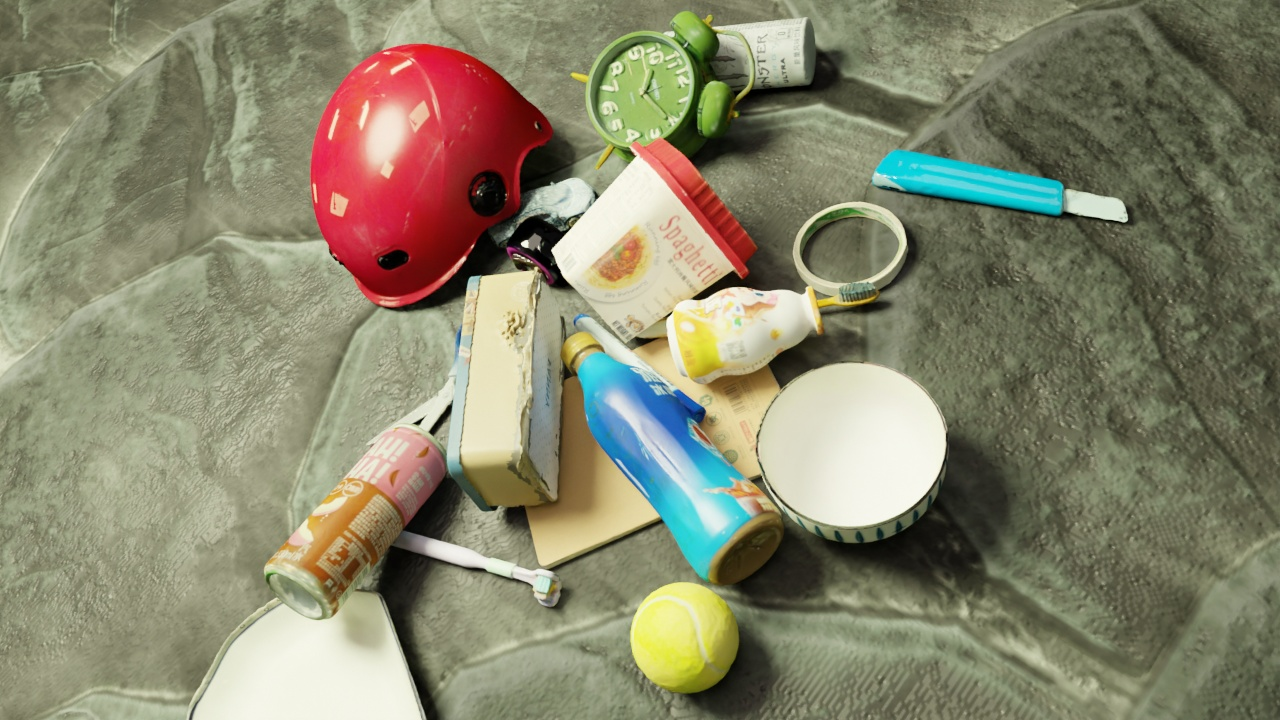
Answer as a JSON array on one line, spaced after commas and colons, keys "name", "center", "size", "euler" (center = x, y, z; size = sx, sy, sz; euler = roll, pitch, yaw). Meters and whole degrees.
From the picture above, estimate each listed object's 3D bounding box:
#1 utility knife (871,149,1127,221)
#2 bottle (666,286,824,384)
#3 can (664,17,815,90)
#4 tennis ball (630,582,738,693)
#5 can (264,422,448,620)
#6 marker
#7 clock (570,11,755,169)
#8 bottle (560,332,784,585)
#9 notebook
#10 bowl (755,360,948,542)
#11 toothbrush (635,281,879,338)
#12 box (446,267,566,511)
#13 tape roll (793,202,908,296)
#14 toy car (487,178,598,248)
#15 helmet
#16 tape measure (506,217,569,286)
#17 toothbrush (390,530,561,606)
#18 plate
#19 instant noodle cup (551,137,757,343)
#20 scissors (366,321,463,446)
[{"name": "utility knife", "center": [0.272, -0.132, 0.702], "size": [0.188, 0.018, 0.034], "euler": [18, 77, 29]}, {"name": "bottle", "center": [0.076, -0.023, 0.664], "size": [0.108, 0.063, 0.063], "euler": [-15, 54, 10]}, {"name": "can", "center": [0.084, -0.277, 0.842], "size": [0.147, 0.058, 0.058], "euler": [2, 58, 21]}, {"name": "tennis ball", "center": [0.027, 0.169, 0.562], "size": [0.065, 0.065, 0.065], "euler": [-10, 55, 14]}, {"name": "can", "center": [-0.200, 0.113, 0.661], "size": [0.058, 0.058, 0.146], "euler": [9, 42, 25]}, {"name": "marker", "center": [-0.004, 0.004, 0.703], "size": [0.017, 0.017, 0.146], "euler": [-43, 53, -11]}, {"name": "clock", "center": [0.023, -0.236, 0.804], "size": [0.161, 0.056, 0.116], "euler": [-17, 85, 20]}, {"name": "bottle", "center": [0.009, 0.055, 0.632], "size": [0.065, 0.065, 0.218], "euler": [-37, 54, -6]}, {"name": "notebook", "center": [0.003, 0.051, 0.685], "size": [0.208, 0.008, 0.147], "euler": [-24, 53, 3]}, {"name": "bowl", "center": [0.137, 0.066, 0.590], "size": [0.116, 0.066, 0.116], "euler": [-9, 56, 14]}, {"name": "toothbrush", "center": [0.084, -0.038, 0.699], "size": [0.191, 0.018, 0.016], "euler": [-8, 52, 15]}, {"name": "box", "center": [-0.095, 0.025, 0.676], "size": [0.061, 0.090, 0.184], "euler": [-5, 55, 10]}, {"name": "tape roll", "center": [0.163, -0.087, 0.715], "size": [0.086, 0.014, 0.085], "euler": [-10, 55, 14]}, {"name": "toy car", "center": [-0.089, -0.135, 0.828], "size": [0.106, 0.031, 0.048], "euler": [-17, 54, 8]}, {"name": "helmet", "center": [-0.214, -0.183, 0.825], "size": [0.207, 0.144, 0.239], "euler": [9, 65, 36]}, {"name": "tape measure", "center": [-0.085, -0.091, 0.781], "size": [0.058, 0.057, 0.039], "euler": [29, 72, 24]}, {"name": "toothbrush", "center": [-0.141, 0.143, 0.671], "size": [0.189, 0.029, 0.021], "euler": [10, 21, 27]}, {"name": "plate", "center": [-0.205, 0.271, 0.598], "size": [0.162, 0.034, 0.265], "euler": [-33, 53, -3]}, {"name": "instant noodle cup", "center": [0.005, -0.090, 0.709], "size": [0.124, 0.116, 0.116], "euler": [-39, 27, 6]}, {"name": "scissors", "center": [-0.146, 0.021, 0.757], "size": [0.161, 0.012, 0.163], "euler": [-2, 59, 20]}]
